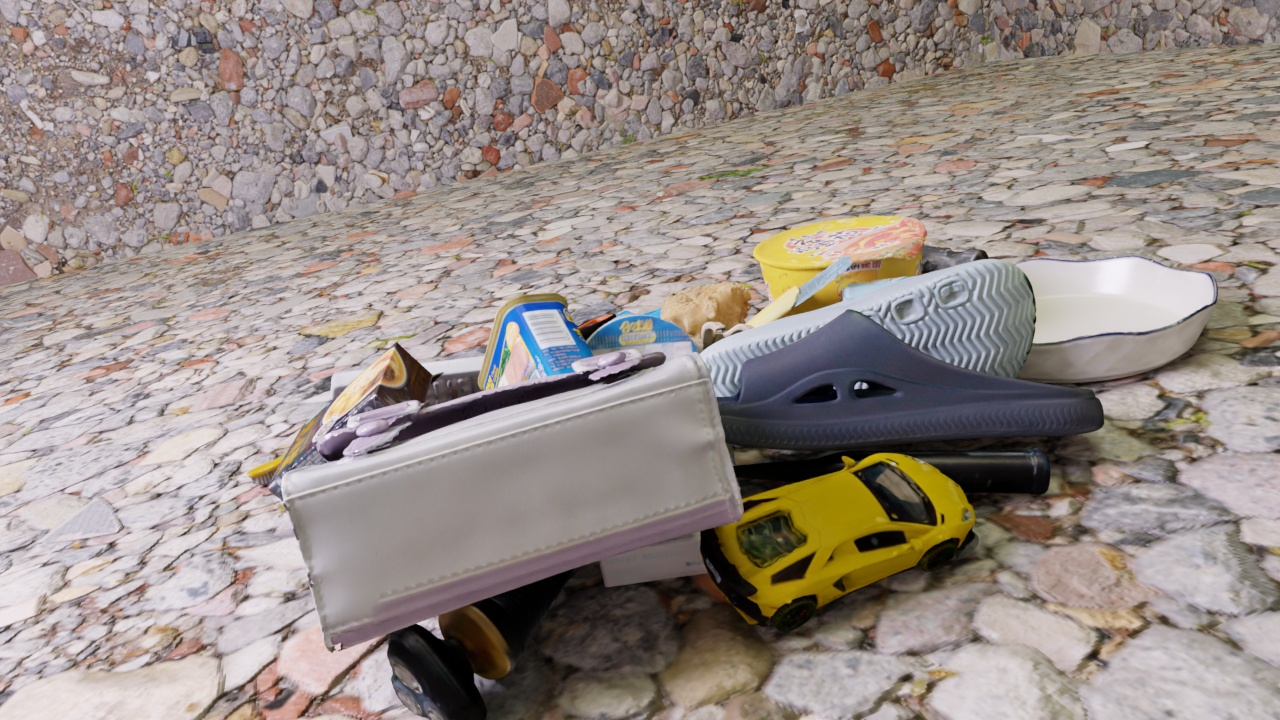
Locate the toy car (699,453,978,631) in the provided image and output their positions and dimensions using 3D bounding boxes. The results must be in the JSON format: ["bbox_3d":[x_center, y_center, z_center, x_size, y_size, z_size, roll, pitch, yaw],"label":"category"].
[{"bbox_3d":[0.104,0.087,0.479,0.155,0.041,0.071,-14,43,-17],"label":"toy car"}]

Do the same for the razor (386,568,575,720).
[{"bbox_3d":[-0.073,0.129,0.486,0.068,0.062,0.167,-37,2,26],"label":"razor"}]

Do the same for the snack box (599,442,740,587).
[{"bbox_3d":[0.021,0.085,0.582,0.085,0.027,0.156,-10,19,5],"label":"snack box"}]

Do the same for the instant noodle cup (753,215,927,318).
[{"bbox_3d":[0.167,-0.048,0.751,0.138,0.110,0.138,-10,19,3],"label":"instant noodle cup"}]

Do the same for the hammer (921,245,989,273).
[{"bbox_3d":[0.186,-0.056,0.884,0.322,0.032,0.126,-23,23,-31],"label":"hammer"}]

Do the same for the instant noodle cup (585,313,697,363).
[{"bbox_3d":[-0.004,0.004,0.738,0.099,0.099,0.110,-11,12,-1],"label":"instant noodle cup"}]

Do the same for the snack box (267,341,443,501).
[{"bbox_3d":[-0.217,0.051,0.713,0.113,0.053,0.125,-39,21,11],"label":"snack box"}]

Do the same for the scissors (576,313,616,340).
[{"bbox_3d":[-0.096,-0.008,0.870,0.142,0.022,0.234,-11,9,36],"label":"scissors"}]

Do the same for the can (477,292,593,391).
[{"bbox_3d":[-0.072,0.016,0.664,0.057,0.102,0.083,-7,48,-31],"label":"can"}]

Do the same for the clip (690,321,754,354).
[{"bbox_3d":[0.059,-0.006,0.724,0.034,0.071,0.100,2,-15,-15],"label":"clip"}]

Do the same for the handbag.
[{"bbox_3d":[-0.065,0.057,0.469,0.197,0.098,0.145,-15,0,-12],"label":"handbag"}]

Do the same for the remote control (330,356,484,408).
[{"bbox_3d":[-0.188,0.027,0.793,0.150,0.058,0.021,-7,51,-12],"label":"remote control"}]

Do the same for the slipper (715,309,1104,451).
[{"bbox_3d":[0.149,0.010,0.577,0.268,0.083,0.110,-1,0,1],"label":"slipper"}]

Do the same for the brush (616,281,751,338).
[{"bbox_3d":[0.026,-0.043,0.890,0.083,0.046,0.255,-28,10,-20],"label":"brush"}]

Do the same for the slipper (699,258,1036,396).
[{"bbox_3d":[0.155,-0.004,0.655,0.246,0.104,0.074,-14,17,11],"label":"slipper"}]

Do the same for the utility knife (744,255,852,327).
[{"bbox_3d":[0.095,-0.031,0.714,0.211,0.022,0.030,-48,21,54],"label":"utility knife"}]

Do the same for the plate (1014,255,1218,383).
[{"bbox_3d":[0.332,-0.034,0.721,0.205,0.045,0.204,-10,18,3],"label":"plate"}]

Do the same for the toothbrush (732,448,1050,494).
[{"bbox_3d":[0.127,0.065,0.542,0.213,0.026,0.027,-1,14,8],"label":"toothbrush"}]

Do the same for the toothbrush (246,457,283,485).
[{"bbox_3d":[-0.245,0.068,0.799,0.190,0.018,0.016,-22,24,-34],"label":"toothbrush"}]

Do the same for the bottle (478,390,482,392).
[{"bbox_3d":[-0.099,0.036,0.762,0.080,0.044,0.194,4,23,41],"label":"bottle"}]
